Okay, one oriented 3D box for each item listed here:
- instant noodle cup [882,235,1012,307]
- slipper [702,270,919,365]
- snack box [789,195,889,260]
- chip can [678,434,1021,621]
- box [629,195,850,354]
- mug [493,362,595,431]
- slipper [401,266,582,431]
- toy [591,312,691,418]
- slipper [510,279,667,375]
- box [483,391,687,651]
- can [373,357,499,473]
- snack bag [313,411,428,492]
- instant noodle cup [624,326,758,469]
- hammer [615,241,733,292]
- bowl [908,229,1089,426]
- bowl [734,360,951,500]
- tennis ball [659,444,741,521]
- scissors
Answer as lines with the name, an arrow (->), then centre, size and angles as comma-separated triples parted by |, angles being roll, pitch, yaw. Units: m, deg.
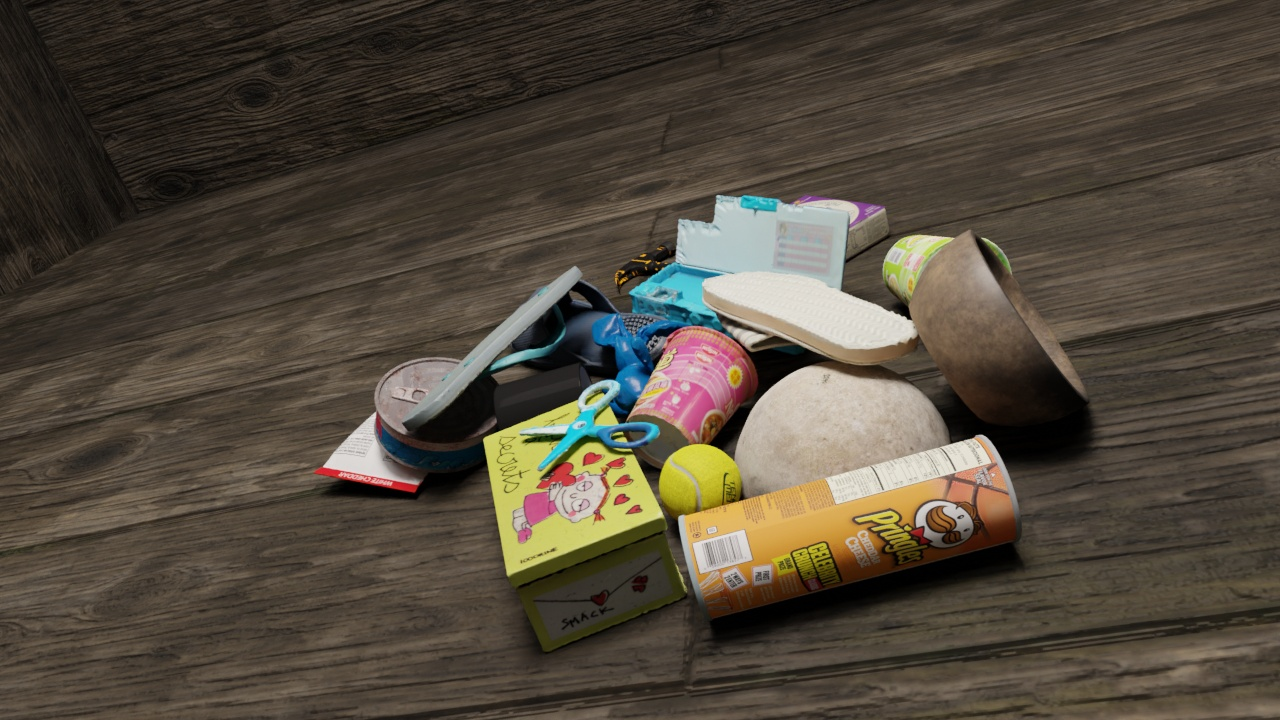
instant noodle cup -> 0.293, -0.082, 0.904 | 0.099, 0.099, 0.108 | -19, 19, -2
slipper -> 0.144, -0.036, 0.831 | 0.114, 0.054, 0.273 | -7, 18, -21
snack box -> 0.207, -0.155, 1.149 | 0.143, 0.040, 0.148 | -30, 29, -23
chip can -> 0.140, 0.116, 0.631 | 0.215, 0.075, 0.075 | -16, 26, 5
box -> 0.115, -0.093, 1.019 | 0.227, 0.086, 0.169 | 16, 74, 38
mug -> -0.090, 0.045, 0.917 | 0.088, 0.078, 0.113 | -16, 18, 6
slipper -> -0.141, -0.004, 0.945 | 0.098, 0.055, 0.267 | -21, 20, 48
toy -> -0.005, 0.005, 0.918 | 0.113, 0.071, 0.176 | -21, 30, 21
slipper -> -0.076, -0.044, 1.051 | 0.264, 0.082, 0.101 | 13, 60, 42
box -> -0.053, 0.118, 0.746 | 0.124, 0.083, 0.220 | -20, 28, -3
can -> -0.207, 0.054, 0.944 | 0.130, 0.044, 0.129 | 9, 38, -7
snack bag -> -0.253, 0.084, 0.982 | 0.131, 0.039, 0.143 | 6, 34, 25
instant noodle cup -> 0.041, 0.039, 0.834 | 0.098, 0.098, 0.108 | 2, 41, 35
hammer -> 0.088, -0.109, 1.151 | 0.123, 0.036, 0.321 | -35, 28, -29
bowl -> 0.276, -0.018, 0.725 | 0.070, 0.162, 0.161 | -35, 18, 25
bowl -> 0.155, 0.051, 0.744 | 0.178, 0.081, 0.178 | -15, 28, 8
tennis ball -> 0.047, 0.100, 0.731 | 0.065, 0.065, 0.065 | -15, 26, 7
scissors -> -0.038, 0.053, 0.765 | 0.140, 0.011, 0.133 | 3, 30, 34
